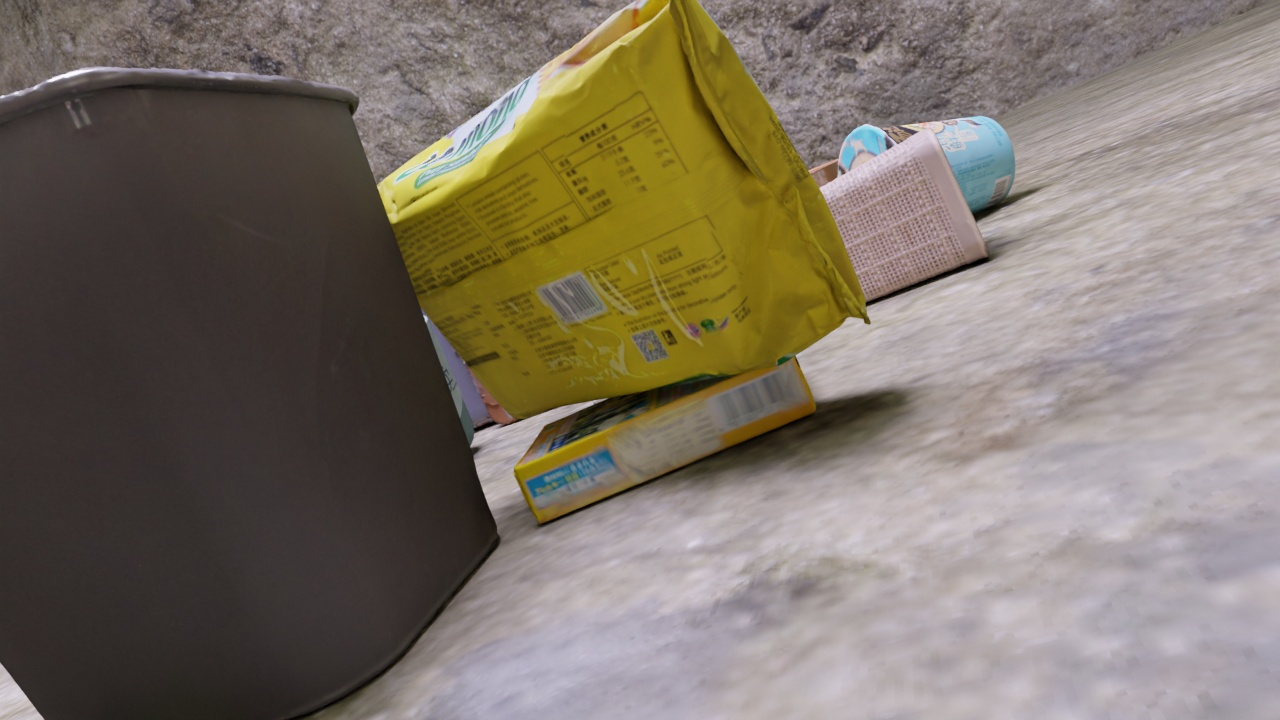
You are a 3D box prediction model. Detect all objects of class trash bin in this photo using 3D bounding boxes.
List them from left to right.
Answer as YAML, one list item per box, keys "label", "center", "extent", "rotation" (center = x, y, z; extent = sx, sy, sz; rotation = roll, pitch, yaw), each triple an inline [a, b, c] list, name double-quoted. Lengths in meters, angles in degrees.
- label: "trash bin"
  center: [-0.187, 0.023, 0.384]
  extent: [0.199, 0.220, 0.198]
  rotation: [-21, 9, 17]

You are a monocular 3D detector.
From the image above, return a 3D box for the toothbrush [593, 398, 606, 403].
- label: "toothbrush"
  center: [-0.004, 0.004, 0.683]
  extent: [0.016, 0.016, 0.179]
  rotation: [-22, 12, 20]

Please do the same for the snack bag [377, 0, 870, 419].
- label: "snack bag"
  center: [-0.026, -0.050, 0.428]
  extent: [0.247, 0.158, 0.068]
  rotation: [-15, 27, 47]

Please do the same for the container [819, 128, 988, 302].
- label: "container"
  center: [0.162, -0.091, 0.626]
  extent: [0.111, 0.090, 0.089]
  rotation: [-25, 7, 18]

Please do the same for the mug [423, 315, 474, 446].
- label: "mug"
  center: [-0.184, 0.037, 0.685]
  extent: [0.082, 0.106, 0.111]
  rotation: [-9, 22, 27]

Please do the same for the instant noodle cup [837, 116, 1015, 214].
- label: "instant noodle cup"
  center: [0.250, -0.161, 0.793]
  extent: [0.120, 0.111, 0.111]
  rotation: [-18, 6, -16]

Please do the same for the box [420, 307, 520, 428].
- label: "box"
  center: [-0.114, -0.050, 0.828]
  extent: [0.218, 0.180, 0.157]
  rotation: [-23, 6, 26]

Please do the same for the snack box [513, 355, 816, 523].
- label: "snack box"
  center: [0.012, 0.029, 0.452]
  extent: [0.140, 0.034, 0.087]
  rotation: [-21, 8, 6]

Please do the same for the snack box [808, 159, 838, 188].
- label: "snack box"
  center: [0.149, -0.125, 0.866]
  extent: [0.095, 0.093, 0.076]
  rotation: [-16, 10, 44]
